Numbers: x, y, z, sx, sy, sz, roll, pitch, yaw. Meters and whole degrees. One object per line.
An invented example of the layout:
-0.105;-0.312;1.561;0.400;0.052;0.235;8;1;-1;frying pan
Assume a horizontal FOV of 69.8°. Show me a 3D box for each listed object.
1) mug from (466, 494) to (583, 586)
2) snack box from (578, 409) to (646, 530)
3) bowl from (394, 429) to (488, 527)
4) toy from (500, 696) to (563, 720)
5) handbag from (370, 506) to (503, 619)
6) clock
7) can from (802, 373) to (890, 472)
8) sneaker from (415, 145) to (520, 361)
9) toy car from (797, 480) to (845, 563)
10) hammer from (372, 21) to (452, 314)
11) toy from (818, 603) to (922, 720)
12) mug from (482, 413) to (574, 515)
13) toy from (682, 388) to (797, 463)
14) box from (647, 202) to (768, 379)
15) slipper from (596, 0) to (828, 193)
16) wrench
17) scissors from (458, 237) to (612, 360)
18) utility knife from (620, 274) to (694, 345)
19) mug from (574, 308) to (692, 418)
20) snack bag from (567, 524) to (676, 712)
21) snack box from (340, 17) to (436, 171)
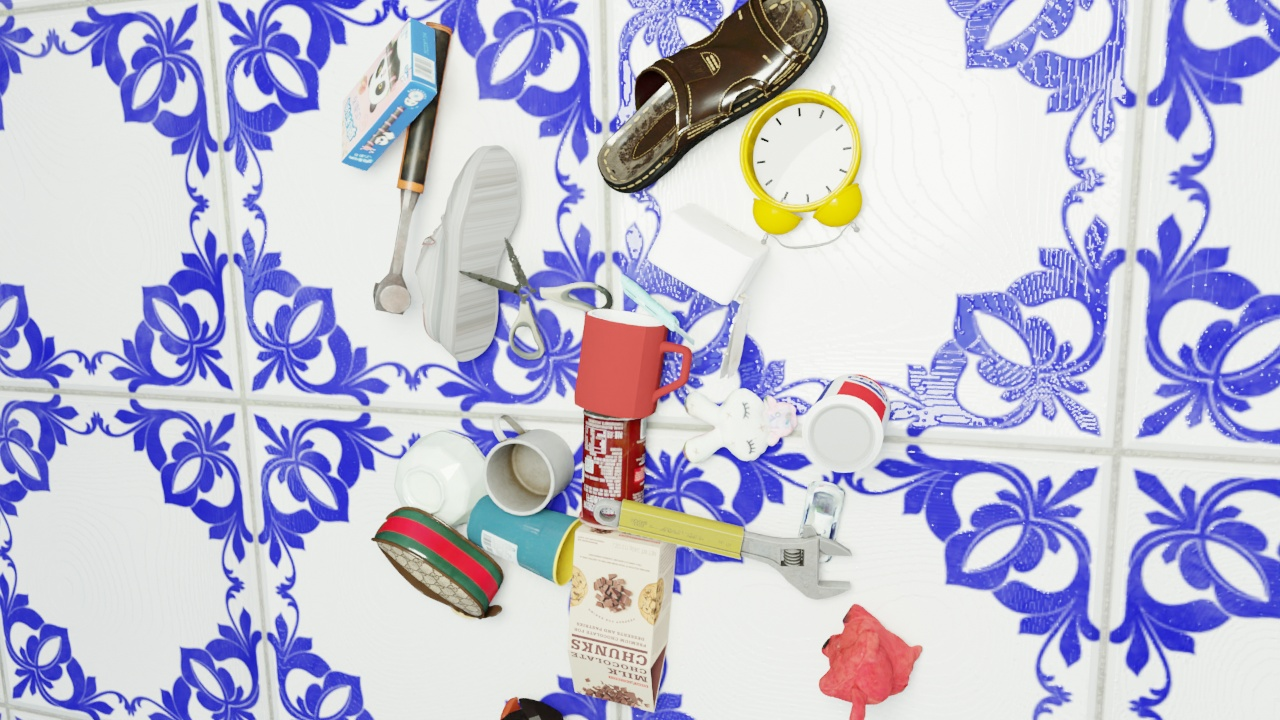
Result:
-0.129;0.196;1.029;0.121;0.078;0.078;15;104;20;mug
-0.029;0.112;0.981;0.072;0.072;0.121;5;100;18;snack box
-0.236;0.144;1.062;0.117;0.061;0.117;3;99;18;bowl
-0.085;0.470;1.022;0.184;0.140;0.159;2;100;18;toy
-0.234;0.241;1.058;0.166;0.063;0.139;39;146;-11;handbag
0.156;-0.184;0.880;0.114;0.052;0.152;-5;93;19;clock
0.196;0.056;0.862;0.070;0.132;0.070;3;100;18;can
-0.197;-0.121;0.985;0.089;0.099;0.236;24;112;27;sneaker
0.184;0.168;0.942;0.039;0.027;0.090;11;103;14;toy car
-0.248;-0.207;0.999;0.035;0.138;0.314;10;90;-20;hammer
0.233;0.312;0.901;0.094;0.132;0.088;32;118;2;toy
-0.127;0.108;1.013;0.084;0.070;0.113;-20;92;20;mug
0.101;0.066;0.947;0.123;0.038;0.079;-8;90;17;toy
0.073;-0.060;0.903;0.152;0.107;0.132;32;113;6;box
0.054;-0.259;0.870;0.268;0.075;0.113;-34;59;25;slipper
0.084;0.186;0.938;0.273;0.018;0.084;12;115;2;wrench
-0.108;-0.063;0.968;0.157;0.012;0.171;-5;134;-7;scissors
0.019;-0.050;0.928;0.141;0.015;0.022;42;154;46;utility knife
-0.006;0.006;0.948;0.116;0.080;0.096;13;103;20;mug
-0.022;0.282;1.008;0.094;0.069;0.206;8;102;17;snack bag
-0.268;-0.279;0.971;0.155;0.033;0.087;-31;56;39;snack box
